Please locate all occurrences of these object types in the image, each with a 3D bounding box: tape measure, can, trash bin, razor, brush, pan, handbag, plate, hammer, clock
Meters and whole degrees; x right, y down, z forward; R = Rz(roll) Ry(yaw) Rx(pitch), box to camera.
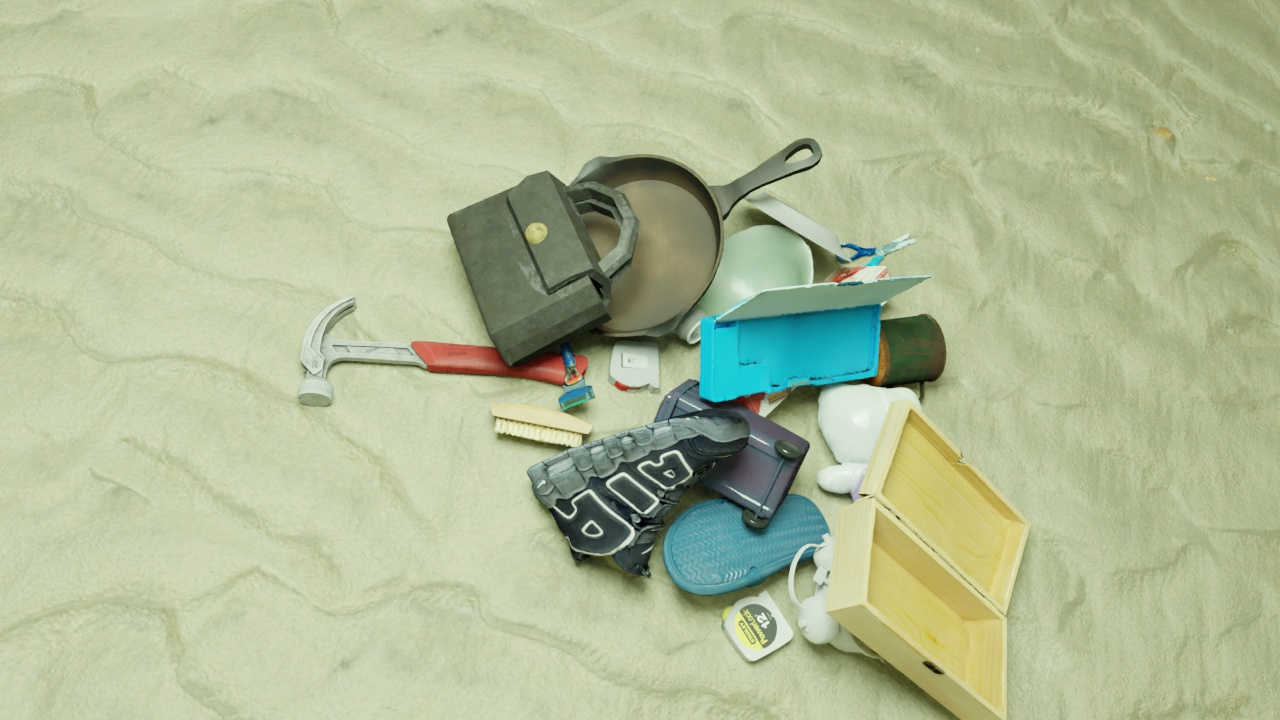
[{"bbox_3d":[-0.007,0.006,1.086,0.062,0.020,0.060,4,65,-10],"label":"tape measure"},{"bbox_3d":[0.036,-0.068,1.105,0.043,0.044,0.106,-34,65,-23],"label":"can"},{"bbox_3d":[0.124,0.285,0.986,0.064,0.017,0.064,-27,74,-22],"label":"tape measure"},{"bbox_3d":[0.091,0.094,0.998,0.161,0.094,0.092,27,21,15],"label":"trash bin"},{"bbox_3d":[-0.085,-0.013,1.049,0.044,0.018,0.140,-21,68,14],"label":"razor"},{"bbox_3d":[-0.112,0.071,1.020,0.117,0.049,0.039,14,86,-6],"label":"brush"},{"bbox_3d":[0.049,-0.160,1.078,0.356,0.043,0.248,-26,69,10],"label":"pan"},{"bbox_3d":[-0.096,-0.121,1.024,0.199,0.102,0.197,-27,59,3],"label":"handbag"},{"bbox_3d":[0.195,-0.175,1.142,0.173,0.172,0.019,32,104,4],"label":"plate"},{"bbox_3d":[-0.217,-0.005,1.043,0.315,0.036,0.126,4,63,-11],"label":"hammer"},{"bbox_3d":[0.224,0.253,0.974,0.159,0.061,0.119,32,63,-20],"label":"clock"}]

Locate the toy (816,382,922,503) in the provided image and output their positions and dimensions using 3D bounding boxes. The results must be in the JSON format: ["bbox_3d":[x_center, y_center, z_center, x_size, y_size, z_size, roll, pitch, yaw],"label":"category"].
[{"bbox_3d":[0.274,0.122,1.058,0.137,0.086,0.209,-3,71,-12],"label":"toy"}]

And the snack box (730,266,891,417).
[{"bbox_3d":[0.198,-0.027,1.110,0.272,0.077,0.044,-40,114,-24],"label":"snack box"}]

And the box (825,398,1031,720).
[{"bbox_3d":[0.314,0.213,0.969,0.247,0.076,0.256,42,59,-24],"label":"box"}]

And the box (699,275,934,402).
[{"bbox_3d":[0.180,-0.041,1.001,0.243,0.167,0.075,-7,46,-31],"label":"box"}]

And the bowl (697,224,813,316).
[{"bbox_3d":[0.145,-0.075,1.123,0.175,0.068,0.174,-16,58,28],"label":"bowl"}]

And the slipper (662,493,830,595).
[{"bbox_3d":[0.114,0.197,1.003,0.213,0.059,0.103,-10,59,-31],"label":"slipper"}]

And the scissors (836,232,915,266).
[{"bbox_3d":[0.320,-0.150,1.230,0.133,0.016,0.073,-31,73,-24],"label":"scissors"}]

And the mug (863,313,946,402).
[{"bbox_3d":[0.317,0.002,1.126,0.081,0.085,0.111,-7,95,-13],"label":"mug"}]

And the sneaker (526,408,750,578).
[{"bbox_3d":[0.007,0.143,0.936,0.253,0.097,0.150,-21,84,27],"label":"sneaker"}]
